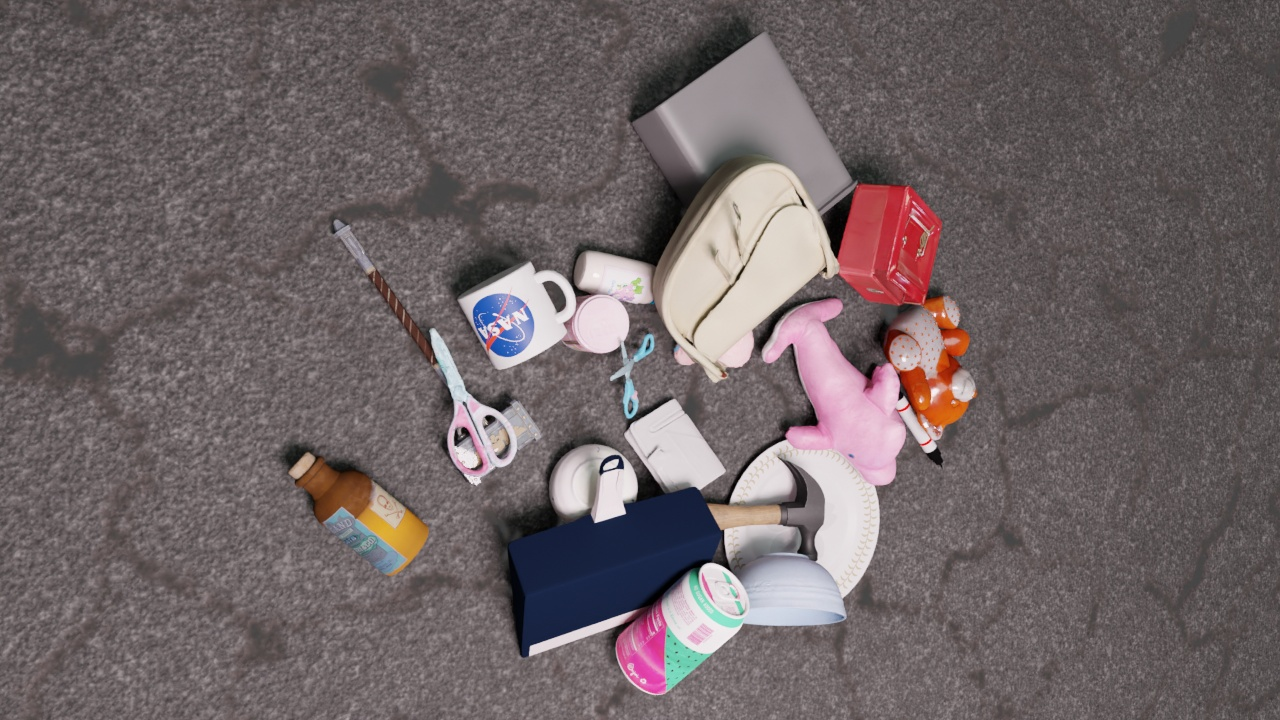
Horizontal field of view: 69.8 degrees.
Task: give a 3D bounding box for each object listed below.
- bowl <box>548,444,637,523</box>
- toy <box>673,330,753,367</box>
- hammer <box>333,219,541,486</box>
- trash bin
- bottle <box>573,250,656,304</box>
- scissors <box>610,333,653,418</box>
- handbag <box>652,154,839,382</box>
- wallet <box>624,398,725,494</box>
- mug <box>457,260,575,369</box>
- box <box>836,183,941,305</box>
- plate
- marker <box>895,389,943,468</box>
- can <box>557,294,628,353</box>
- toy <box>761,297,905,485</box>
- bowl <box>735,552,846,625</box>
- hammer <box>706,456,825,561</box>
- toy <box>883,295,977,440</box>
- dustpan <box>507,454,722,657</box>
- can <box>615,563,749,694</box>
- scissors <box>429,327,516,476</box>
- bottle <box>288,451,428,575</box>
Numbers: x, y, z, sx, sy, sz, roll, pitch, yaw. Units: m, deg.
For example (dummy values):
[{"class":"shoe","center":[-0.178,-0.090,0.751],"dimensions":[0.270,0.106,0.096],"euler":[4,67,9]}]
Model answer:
[{"class":"bowl","center":[-0.053,0.148,1.077],"dimensions":[0.105,0.054,0.104],"euler":[3,75,-11]},{"class":"toy","center":[0.086,-0.038,1.147],"dimensions":[0.105,0.053,0.108],"euler":[-16,99,-10]},{"class":"hammer","center":[-0.240,-0.017,1.016],"dimensions":[0.098,0.044,0.322],"euler":[-37,103,-17]},{"class":"trash bin","center":[0.129,-0.253,1.128],"dimensions":[0.191,0.098,0.220],"euler":[-39,105,-17]},{"class":"bottle","center":[-0.006,-0.095,1.102],"dimensions":[0.146,0.051,0.051],"euler":[11,88,-23]},{"class":"scissors","center":[-0.006,0.005,1.093],"dimensions":[0.015,0.136,0.125],"euler":[17,58,14]},{"class":"handbag","center":[0.114,-0.100,1.029],"dimensions":[0.229,0.131,0.184],"euler":[-42,109,9]},{"class":"wallet","center":[0.043,0.109,1.121],"dimensions":[0.086,0.032,0.116],"euler":[-35,78,-24]},{"class":"mug","center":[-0.129,-0.057,1.021],"dimensions":[0.121,0.091,0.090],"euler":[-23,104,15]},{"class":"box","center":[0.328,-0.148,1.186],"dimensions":[0.158,0.087,0.129],"euler":[21,84,-57]},{"class":"plate","center":[0.217,0.221,1.230],"dimensions":[0.242,0.016,0.242],"euler":[-1,93,-23]},{"class":"marker","center":[0.392,0.098,1.297],"dimensions":[0.019,0.019,0.145],"euler":[-42,107,-16]},{"class":"can","center":[-0.057,-0.043,1.069],"dimensions":[0.067,0.076,0.067],"euler":[-1,93,-23]},{"class":"toy","center":[0.275,0.041,1.185],"dimensions":[0.186,0.128,0.265],"euler":[-32,92,-29]},{"class":"bowl","center":[0.178,0.282,1.139],"dimensions":[0.150,0.151,0.074],"euler":[12,65,-23]},{"class":"hammer","center":[0.086,0.192,1.150],"dimensions":[0.305,0.040,0.132],"euler":[1,94,-17]},{"class":"toy","center":[0.401,0.013,1.255],"dimensions":[0.163,0.093,0.172],"euler":[-42,113,-39]},{"class":"dustpan","center":[-0.033,0.215,1.049],"dimensions":[0.236,0.274,0.080],"euler":[-14,54,-20]},{"class":"can","center":[0.048,0.318,1.087],"dimensions":[0.088,0.088,0.166],"euler":[30,119,-21]},{"class":"scissors","center":[-0.193,0.042,1.007],"dimensions":[0.076,0.017,0.174],"euler":[-23,93,-15]},{"class":"bottle","center":[-0.305,0.157,0.979],"dimensions":[0.157,0.068,0.067],"euler":[45,76,-18]}]
